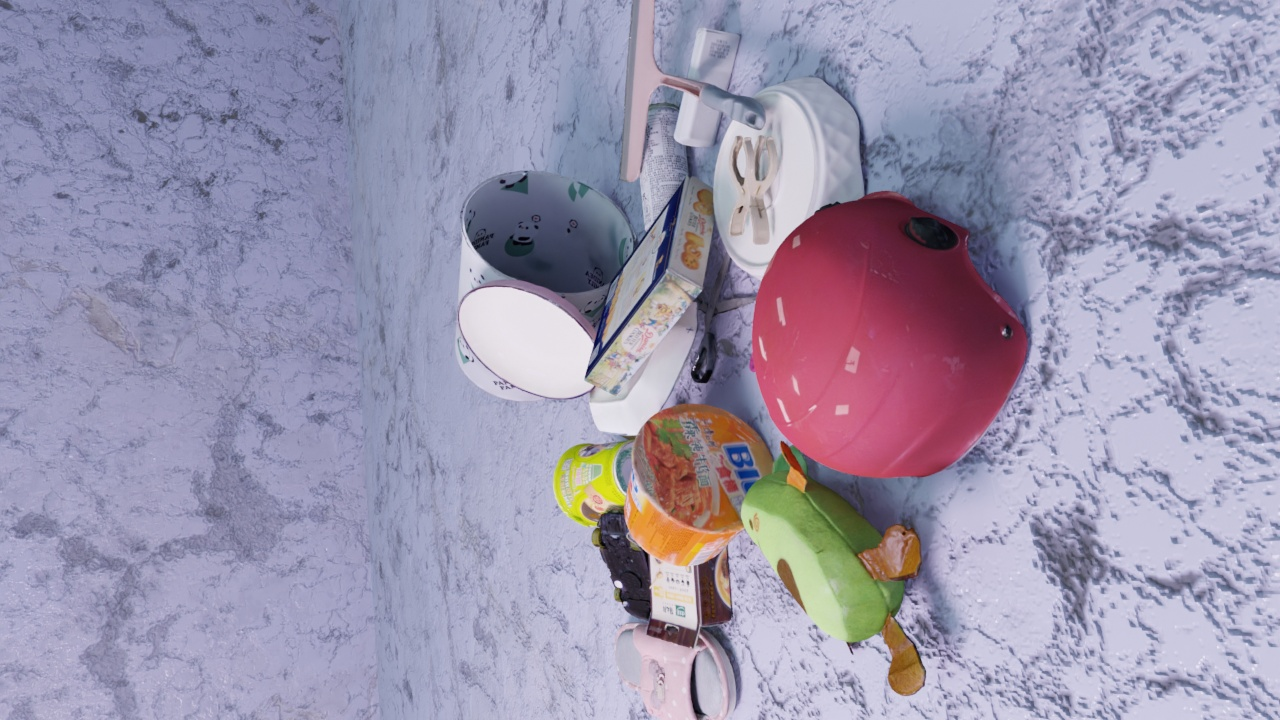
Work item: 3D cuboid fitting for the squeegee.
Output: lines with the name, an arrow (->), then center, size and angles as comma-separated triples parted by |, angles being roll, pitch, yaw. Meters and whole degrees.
squeegee -> 0.061, -0.273, 0.940 | 0.249, 0.040, 0.248 | 41, 133, 49

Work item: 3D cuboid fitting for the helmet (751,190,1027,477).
helmet -> 0.162, -0.021, 0.724 | 0.239, 0.143, 0.208 | 66, 146, 28

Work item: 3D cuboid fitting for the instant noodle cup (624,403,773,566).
instant noodle cup -> 0.052, 0.137, 0.958 | 0.112, 0.151, 0.151 | 111, 147, -50

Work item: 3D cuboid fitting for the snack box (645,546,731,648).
snack box -> 0.051, 0.255, 1.051 | 0.113, 0.053, 0.125 | -14, 79, 61

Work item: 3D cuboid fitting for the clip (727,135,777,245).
clip -> 0.104, -0.161, 0.865 | 0.070, 0.034, 0.100 | 35, 127, 56

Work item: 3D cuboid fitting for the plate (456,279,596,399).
plate -> -0.129, -0.031, 1.114 | 0.193, 0.192, 0.038 | -50, 11, 52

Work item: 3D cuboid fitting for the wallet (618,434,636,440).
wallet -> -0.022, 0.057, 1.210 | 0.115, 0.033, 0.090 | 19, 110, 60

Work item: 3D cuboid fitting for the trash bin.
trash bin -> -0.149, -0.090, 1.258 | 0.253, 0.229, 0.229 | 114, 144, -47

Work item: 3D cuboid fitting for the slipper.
slipper -> 0.025, 0.371, 1.102 | 0.275, 0.054, 0.114 | -13, 78, 62

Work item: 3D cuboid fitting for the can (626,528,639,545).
can -> 0.023, 0.145, 1.054 | 0.053, 0.053, 0.134 | -43, 29, 55

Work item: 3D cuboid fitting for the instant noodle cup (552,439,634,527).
instant noodle cup -> -0.034, 0.149, 1.162 | 0.124, 0.111, 0.111 | -24, 69, 53

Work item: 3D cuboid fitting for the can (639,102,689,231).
can -> 0.027, -0.223, 1.078 | 0.058, 0.058, 0.146 | -22, 71, 61

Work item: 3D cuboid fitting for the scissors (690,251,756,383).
scissors -> 0.079, -0.061, 1.036 | 0.159, 0.014, 0.179 | 47, 129, 51

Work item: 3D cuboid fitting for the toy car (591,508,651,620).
toy car -> -0.010, 0.254, 1.134 | 0.070, 0.042, 0.158 | -2, 114, 34

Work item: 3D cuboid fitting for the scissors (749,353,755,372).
scissors -> 0.144, -0.011, 0.911 | 0.118, 0.017, 0.133 | 51, 130, 56

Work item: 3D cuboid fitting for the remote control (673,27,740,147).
remote control -> 0.073, -0.296, 1.001 | 0.024, 0.049, 0.125 | 45, 129, 50

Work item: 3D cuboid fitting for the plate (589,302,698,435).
plate -> -0.006, 0.006, 1.066 | 0.162, 0.034, 0.266 | -66, 14, -9

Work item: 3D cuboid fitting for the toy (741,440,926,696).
toy -> 0.159, 0.167, 0.788 | 0.247, 0.090, 0.227 | -143, 34, -65

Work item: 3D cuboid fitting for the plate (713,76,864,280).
plate -> 0.134, -0.172, 0.893 | 0.205, 0.045, 0.205 | 1, 91, 62

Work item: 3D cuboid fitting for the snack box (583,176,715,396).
snack box -> 0.012, -0.081, 0.990 | 0.183, 0.046, 0.177 | -50, 18, 39
